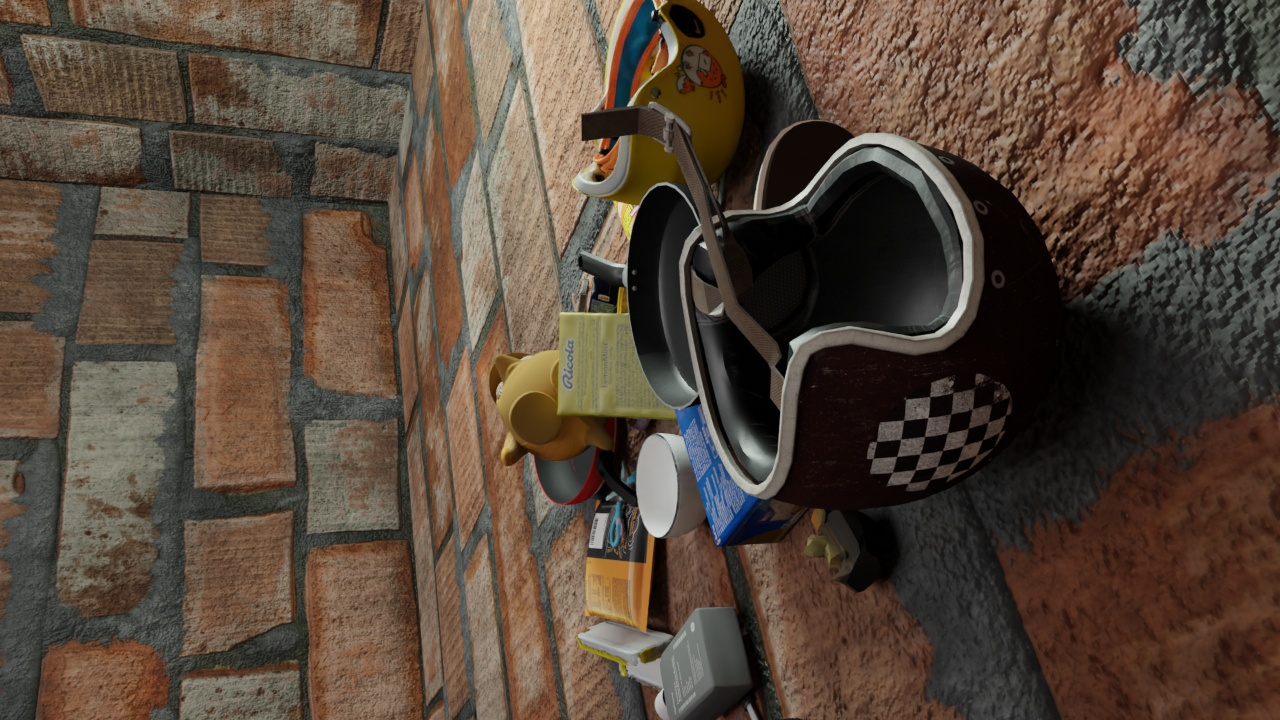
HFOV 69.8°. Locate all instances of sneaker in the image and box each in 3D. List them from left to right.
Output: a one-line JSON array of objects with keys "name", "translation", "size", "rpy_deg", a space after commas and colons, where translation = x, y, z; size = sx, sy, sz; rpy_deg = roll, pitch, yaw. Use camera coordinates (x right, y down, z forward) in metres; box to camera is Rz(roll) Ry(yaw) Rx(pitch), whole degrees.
[{"name": "sneaker", "translation": [0.136, -0.040, 0.761], "size": [0.116, 0.111, 0.293], "rpy_deg": [94, 171, -81]}]

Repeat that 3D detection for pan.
[{"name": "pan", "translation": [-0.063, 0.121, 1.247], "size": [0.356, 0.067, 0.209], "rpy_deg": [31, 111, 57]}, {"name": "pan", "translation": [0.011, -0.076, 0.904], "size": [0.356, 0.044, 0.204], "rpy_deg": [-147, 54, -65]}, {"name": "pan", "translation": [0.122, 0.376, 0.867], "size": [0.356, 0.021, 0.199], "rpy_deg": [-117, 35, -50]}]

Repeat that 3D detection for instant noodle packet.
[{"name": "instant noodle packet", "translation": [-0.028, 0.262, 1.201], "size": [0.221, 0.032, 0.159], "rpy_deg": [157, 120, -66]}]

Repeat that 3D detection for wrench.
[{"name": "wrench", "translation": [-0.078, -0.056, 1.250], "size": [0.273, 0.010, 0.070], "rpy_deg": [116, 164, -83]}]

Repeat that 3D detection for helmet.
[{"name": "helmet", "translation": [0.034, -0.267, 0.948], "size": [0.210, 0.139, 0.239], "rpy_deg": [144, 139, -61]}, {"name": "helmet", "translation": [0.121, -0.029, 0.574], "size": [0.233, 0.253, 0.234], "rpy_deg": [-119, 21, -58]}]

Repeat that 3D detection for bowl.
[{"name": "bowl", "translation": [0.044, 0.136, 1.003], "size": [0.113, 0.063, 0.113], "rpy_deg": [-179, 90, -67]}]

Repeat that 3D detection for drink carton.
[{"name": "drink carton", "translation": [-0.045, -0.056, 1.216], "size": [0.064, 0.040, 0.130], "rpy_deg": [-54, -23, -65]}]

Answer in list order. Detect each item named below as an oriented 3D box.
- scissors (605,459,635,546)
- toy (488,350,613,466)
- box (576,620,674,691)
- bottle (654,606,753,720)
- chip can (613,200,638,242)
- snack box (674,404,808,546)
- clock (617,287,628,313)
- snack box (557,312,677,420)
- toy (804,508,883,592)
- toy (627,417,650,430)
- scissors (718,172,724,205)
[{"name": "scissors", "translation": [-0.017, 0.169, 1.181], "size": [0.136, 0.015, 0.135], "rpy_deg": [-53, 27, 37]}, {"name": "toy", "translation": [-0.125, 0.048, 1.180], "size": [0.162, 0.198, 0.203], "rpy_deg": [49, 166, -16]}, {"name": "box", "translation": [-0.015, 0.363, 1.122], "size": [0.210, 0.080, 0.079], "rpy_deg": [158, 113, -65]}, {"name": "bottle", "translation": [0.057, 0.332, 0.958], "size": [0.174, 0.046, 0.083], "rpy_deg": [115, 152, -47]}, {"name": "chip can", "translation": [0.012, -0.171, 1.051], "size": [0.214, 0.075, 0.075], "rpy_deg": [-109, 29, -46]}, {"name": "snack box", "translation": [0.100, 0.048, 0.861], "size": [0.155, 0.069, 0.202], "rpy_deg": [116, 146, -46]}, {"name": "clock", "translation": [0.011, -0.060, 1.107], "size": [0.152, 0.052, 0.113], "rpy_deg": [-142, 56, -68]}, {"name": "snack box", "translation": [-0.006, 0.006, 1.033], "size": [0.181, 0.045, 0.121], "rpy_deg": [1, 91, 24]}, {"name": "toy", "translation": [0.157, 0.138, 0.739], "size": [0.100, 0.062, 0.076], "rpy_deg": [-113, 13, -54]}, {"name": "toy", "translation": [0.001, 0.039, 1.139], "size": [0.080, 0.036, 0.100], "rpy_deg": [68, 152, 27]}, {"name": "scissors", "translation": [0.075, -0.128, 0.998], "size": [0.139, 0.028, 0.170], "rpy_deg": [133, 137, -61]}]
